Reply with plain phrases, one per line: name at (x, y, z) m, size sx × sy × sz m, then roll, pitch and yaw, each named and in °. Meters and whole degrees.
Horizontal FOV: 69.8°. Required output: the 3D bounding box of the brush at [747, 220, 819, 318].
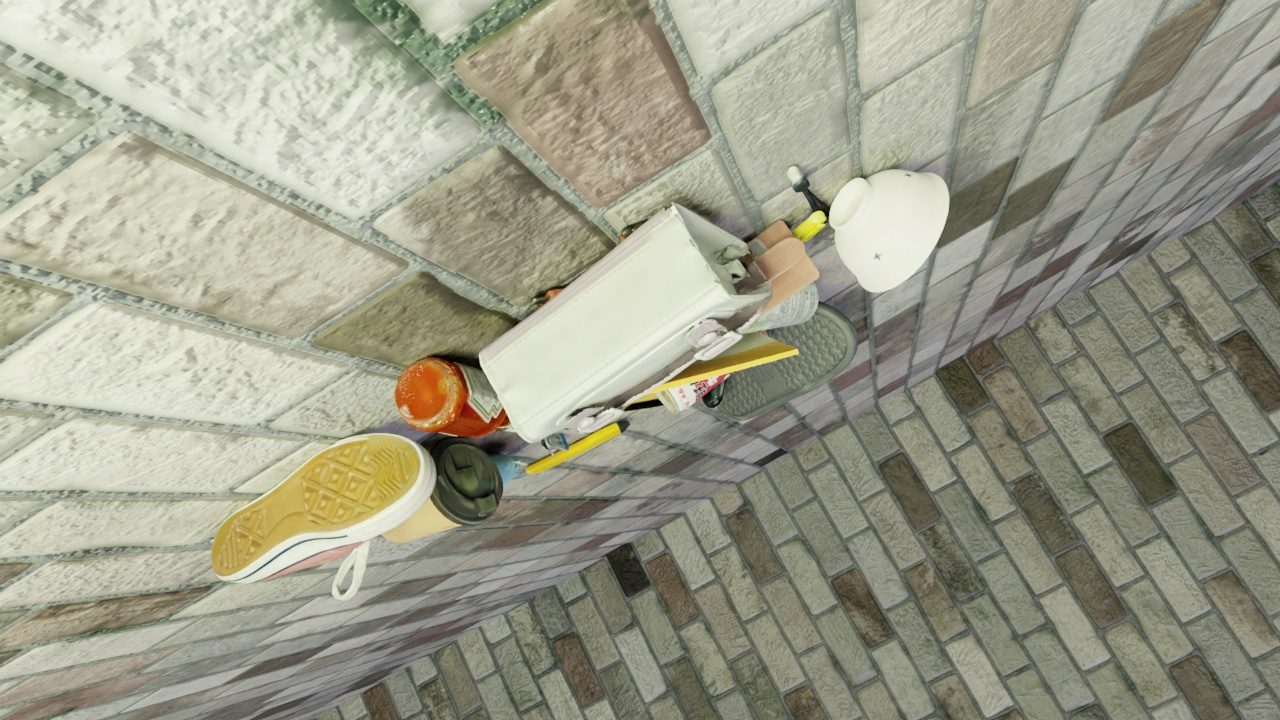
brush at (0.085, -0.061, 0.826) m, size 0.146 × 0.063 × 0.073 m, roll -34°, pitch 176°, yaw 4°

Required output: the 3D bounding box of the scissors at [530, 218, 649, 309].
scissors at (-0.008, -0.065, 0.768) m, size 0.224 × 0.015 × 0.190 m, roll -18°, pitch 162°, yaw -37°

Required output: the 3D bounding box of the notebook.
notebook at (0.033, 0.007, 0.890) m, size 0.206 × 0.010 × 0.146 m, roll -14°, pitch -169°, yaw -7°

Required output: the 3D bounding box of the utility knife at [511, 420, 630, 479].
utility knife at (-0.095, 0.121, 1.237) m, size 0.177 × 0.015 × 0.033 m, roll -25°, pitch 159°, yaw -6°

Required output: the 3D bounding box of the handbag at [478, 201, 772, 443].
handbag at (-0.004, -0.022, 0.711) m, size 0.197 × 0.098 × 0.144 m, roll -34°, pitch 170°, yaw 23°

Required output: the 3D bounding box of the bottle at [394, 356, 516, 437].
bottle at (-0.139, 0.038, 0.794) m, size 0.060 × 0.059 × 0.206 m, roll -31°, pitch 166°, yaw 8°

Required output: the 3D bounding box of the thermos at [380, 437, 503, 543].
thermos at (-0.214, 0.142, 0.958) m, size 0.144 × 0.093 × 0.092 m, roll -30°, pitch 167°, yaw 34°

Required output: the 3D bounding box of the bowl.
bowl at (0.210, -0.128, 0.824) m, size 0.064 × 0.118 × 0.119 m, roll 24°, pitch 140°, yaw -20°

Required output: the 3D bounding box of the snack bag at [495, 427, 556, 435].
snack bag at (-0.113, 0.064, 0.987) m, size 0.045 × 0.026 × 0.105 m, roll -30°, pitch 164°, yaw 20°

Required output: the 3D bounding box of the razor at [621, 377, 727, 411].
razor at (0.033, 0.037, 1.101) m, size 0.167 × 0.067 × 0.062 m, roll -12°, pitch 158°, yaw -31°

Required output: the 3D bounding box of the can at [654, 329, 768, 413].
can at (0.076, 0.001, 1.016) m, size 0.132 × 0.053 × 0.053 m, roll -37°, pitch 168°, yaw -13°

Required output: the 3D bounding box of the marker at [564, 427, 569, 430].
marker at (-0.037, 0.057, 1.129) m, size 0.123 × 0.015 × 0.018 m, roll -24°, pitch 164°, yaw -6°

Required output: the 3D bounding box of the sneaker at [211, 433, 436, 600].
sneaker at (-0.266, 0.139, 0.811) m, size 0.241 × 0.118 × 0.088 m, roll -27°, pitch 149°, yaw 20°

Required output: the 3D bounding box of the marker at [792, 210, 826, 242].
marker at (0.141, -0.109, 0.865) m, size 0.018 × 0.015 × 0.124 m, roll -18°, pitch 170°, yaw -22°

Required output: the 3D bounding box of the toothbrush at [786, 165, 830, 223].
toothbrush at (0.151, -0.141, 0.801) m, size 0.016 × 0.018 × 0.181 m, roll -31°, pitch 167°, yaw 16°

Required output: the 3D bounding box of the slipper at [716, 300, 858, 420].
slipper at (0.179, -0.010, 1.154) m, size 0.083 × 0.110 × 0.269 m, roll -38°, pitch 179°, yaw -36°

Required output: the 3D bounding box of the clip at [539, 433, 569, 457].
clip at (-0.110, 0.104, 1.132) m, size 0.044 × 0.027 × 0.058 m, roll -23°, pitch 166°, yaw 9°

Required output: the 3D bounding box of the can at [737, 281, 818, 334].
can at (0.122, -0.059, 0.934) m, size 0.146 × 0.058 × 0.058 m, roll -11°, pitch 157°, yaw -49°

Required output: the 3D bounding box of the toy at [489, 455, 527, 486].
toy at (-0.200, 0.148, 1.070) m, size 0.156 × 0.050 × 0.161 m, roll -28°, pitch 172°, yaw 3°
